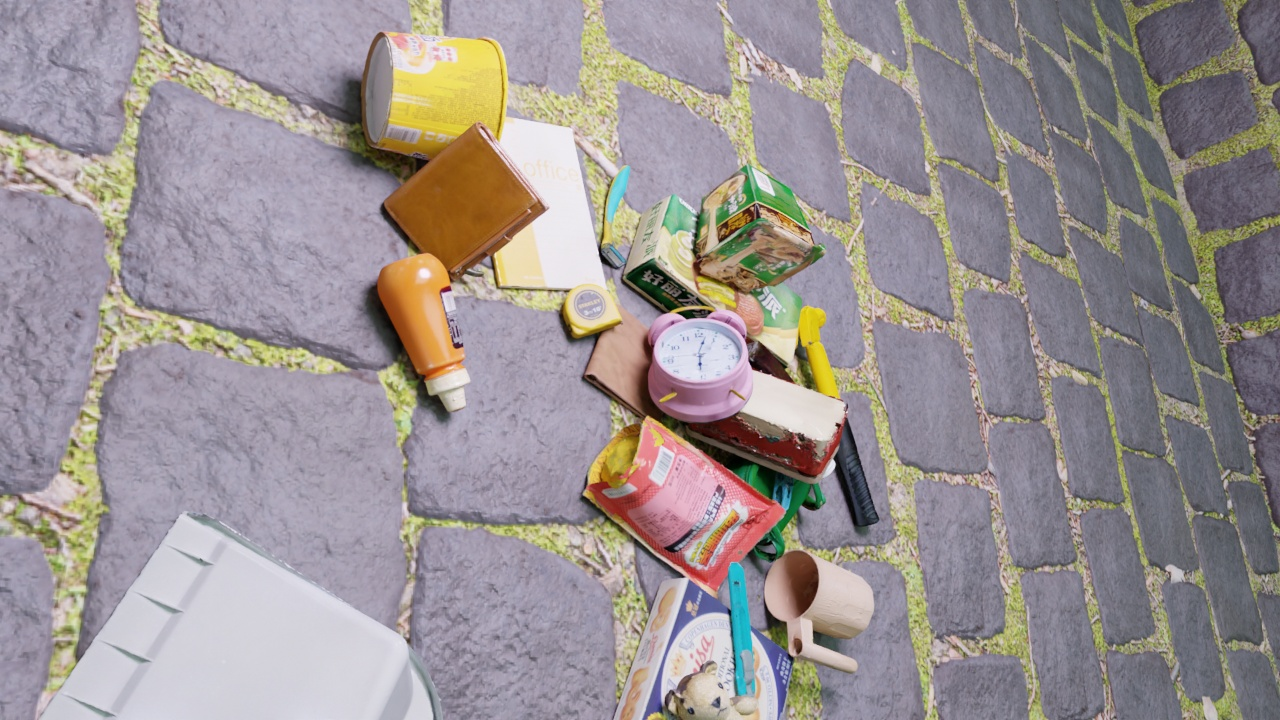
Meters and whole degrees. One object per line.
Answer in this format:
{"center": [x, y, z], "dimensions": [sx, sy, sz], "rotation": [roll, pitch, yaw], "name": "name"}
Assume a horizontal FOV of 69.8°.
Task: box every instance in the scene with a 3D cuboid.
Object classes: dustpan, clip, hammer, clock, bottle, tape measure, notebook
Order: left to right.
{"center": [-0.280, 0.281, 0.701], "dimensions": [0.258, 0.143, 0.222], "rotation": [21, 55, 1], "name": "dustpan"}
{"center": [-0.196, -0.023, 0.864], "dimensions": [0.066, 0.067, 0.149], "rotation": [-22, 95, -44], "name": "bottle"}
{"center": [-0.116, -0.176, 1.027], "dimensions": [0.145, 0.010, 0.206], "rotation": [-1, 74, -41], "name": "notebook"}
{"center": [-0.057, -0.055, 1.010], "dimensions": [0.060, 0.029, 0.057], "rotation": [-20, 78, -19], "name": "tape measure"}
{"center": [0.065, -0.006, 1.021], "dimensions": [0.117, 0.060, 0.158], "rotation": [-4, 43, 1], "name": "clock"}
{"center": [0.172, 0.067, 1.129], "dimensions": [0.195, 0.080, 0.043], "rotation": [51, 43, -16], "name": "bottle"}
{"center": [0.162, 0.143, 1.039], "dimensions": [0.014, 0.047, 0.057], "rotation": [27, 67, -39], "name": "clip"}
{"center": [0.257, 0.072, 1.216], "dimensions": [0.128, 0.033, 0.300], "rotation": [-12, 85, -64], "name": "hammer"}

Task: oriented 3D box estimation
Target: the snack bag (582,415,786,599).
{"center": [0.047, 0.156, 0.980], "dimensions": [0.208, 0.073, 0.128], "rotation": [38, 90, -23], "name": "snack bag"}

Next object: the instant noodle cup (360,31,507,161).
{"center": [-0.208, -0.258, 0.904], "dimensions": [0.109, 0.138, 0.138], "rotation": [1, 72, -31], "name": "instant noodle cup"}

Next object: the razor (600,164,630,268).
{"center": [-0.028, -0.176, 1.089], "dimensions": [0.043, 0.028, 0.132], "rotation": [40, 51, -52], "name": "razor"}

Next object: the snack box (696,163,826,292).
{"center": [0.132, -0.160, 1.078], "dimensions": [0.118, 0.118, 0.105], "rotation": [19, 54, -38], "name": "snack box"}

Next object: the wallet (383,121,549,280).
{"center": [-0.166, -0.145, 0.892], "dimensions": [0.119, 0.131, 0.035], "rotation": [50, 22, -18], "name": "wallet"}

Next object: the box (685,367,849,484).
{"center": [0.142, 0.061, 1.038], "dimensions": [0.091, 0.168, 0.081], "rotation": [-47, 149, -45], "name": "box"}

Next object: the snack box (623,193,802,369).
{"center": [0.094, -0.087, 1.134], "dimensions": [0.240, 0.063, 0.114], "rotation": [35, 50, -24], "name": "snack box"}

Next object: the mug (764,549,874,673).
{"center": [0.210, 0.292, 1.062], "dimensions": [0.103, 0.084, 0.124], "rotation": [27, 47, -32], "name": "mug"}

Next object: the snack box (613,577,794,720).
{"center": [0.069, 0.350, 0.948], "dimensions": [0.182, 0.046, 0.177], "rotation": [40, 50, -22], "name": "snack box"}

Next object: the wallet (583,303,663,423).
{"center": [-0.006, 0.006, 1.043], "dimensions": [0.115, 0.020, 0.101], "rotation": [37, 54, -27], "name": "wallet"}

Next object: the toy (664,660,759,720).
{"center": [0.088, 0.368, 0.878], "dimensions": [0.105, 0.066, 0.157], "rotation": [-35, 89, -26], "name": "toy"}

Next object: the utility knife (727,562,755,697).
{"center": [0.107, 0.288, 0.966], "dimensions": [0.029, 0.013, 0.151], "rotation": [16, 61, -41], "name": "utility knife"}

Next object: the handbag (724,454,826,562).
{"center": [0.157, 0.156, 1.086], "dimensions": [0.120, 0.068, 0.131], "rotation": [56, 47, -9], "name": "handbag"}
